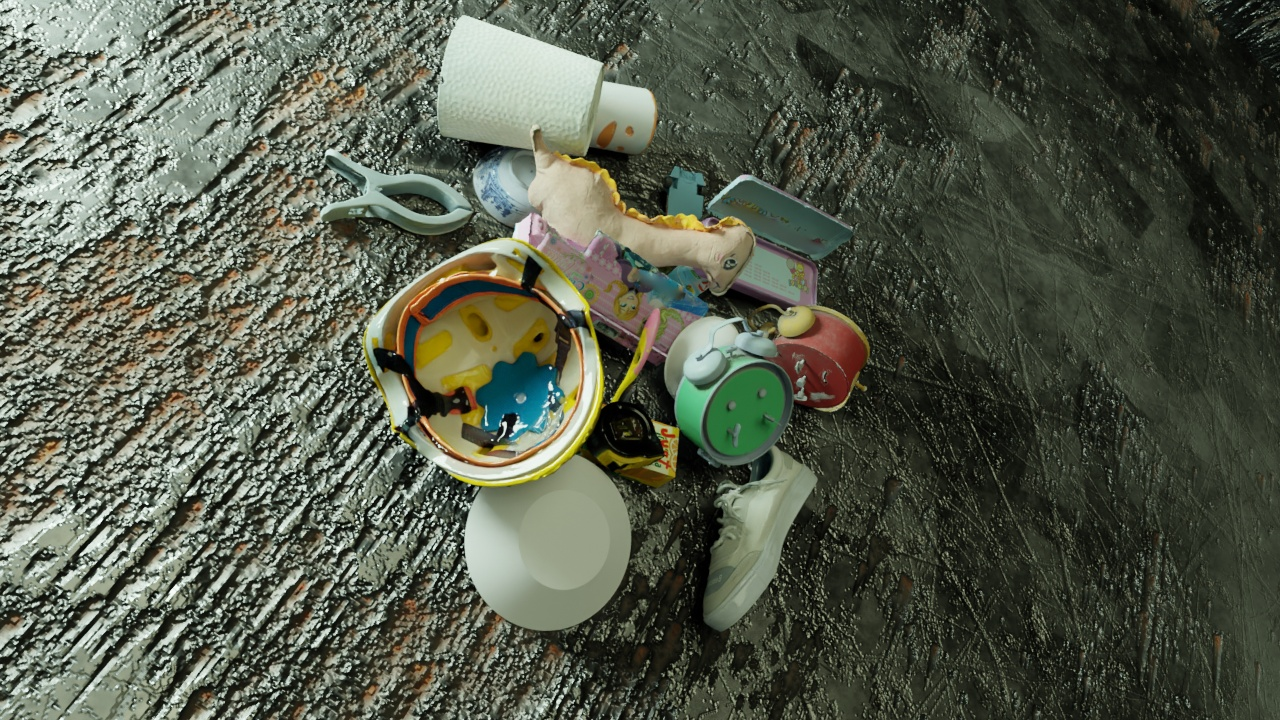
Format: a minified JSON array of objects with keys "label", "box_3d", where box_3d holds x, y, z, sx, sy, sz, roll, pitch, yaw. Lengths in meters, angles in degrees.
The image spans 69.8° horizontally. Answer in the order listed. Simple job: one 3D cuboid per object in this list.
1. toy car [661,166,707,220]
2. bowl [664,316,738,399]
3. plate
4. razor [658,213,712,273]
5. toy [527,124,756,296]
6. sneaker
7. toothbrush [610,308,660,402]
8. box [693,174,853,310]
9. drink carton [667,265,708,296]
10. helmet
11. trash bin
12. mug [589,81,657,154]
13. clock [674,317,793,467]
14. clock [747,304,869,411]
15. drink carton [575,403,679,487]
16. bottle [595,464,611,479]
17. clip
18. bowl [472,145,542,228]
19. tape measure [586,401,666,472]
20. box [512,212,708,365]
[{"label":"toy car","box_3d":[0.051,-0.190,1.175,0.060,0.028,0.107,10,79,-25]},{"label":"bowl","box_3d":[0.084,0.008,1.045,0.109,0.040,0.110,-14,117,-29]},{"label":"plate","box_3d":[-0.079,0.172,0.885,0.173,0.036,0.174,5,79,-26]},{"label":"razor","box_3d":[0.053,-0.153,1.144,0.105,0.026,0.042,-41,101,-27]},{"label":"toy","box_3d":[0.001,-0.163,1.029,0.264,0.196,0.065,2,32,0]},{"label":"sneaker","box_3d":[0.109,0.180,0.992,0.091,0.090,0.241,40,47,-2]},{"label":"toothbrush","box_3d":[-0.006,0.006,1.004,0.016,0.021,0.135,19,101,-34]},{"label":"box","box_3d":[0.164,-0.145,1.152,0.214,0.140,0.062,17,17,-38]},{"label":"drink carton","box_3d":[0.086,-0.120,1.149,0.128,0.039,0.044,-39,108,-38]},{"label":"helmet","box_3d":[-0.128,0.018,0.880,0.209,0.140,0.240,-33,73,-1]},{"label":"trash bin","box_3d":[-0.130,-0.299,1.029,0.161,0.133,0.133,13,58,-1]},{"label":"mug","box_3d":[-0.044,-0.304,1.143,0.105,0.082,0.082,2,66,-28]},{"label":"clock","box_3d":[0.102,0.032,0.991,0.121,0.075,0.162,-20,120,-24]},{"label":"clock","box_3d":[0.196,-0.007,1.111,0.159,0.117,0.081,41,56,-11]},{"label":"drink carton","box_3d":[-0.017,0.091,0.987,0.122,0.041,0.058,20,58,-21]},{"label":"bottle","box_3d":[-0.084,0.119,0.936,0.109,0.036,0.036,10,62,-26]},{"label":"clip","box_3d":[-0.264,-0.182,0.990,0.162,0.027,0.090,0,65,-31]},{"label":"bowl","box_3d":[-0.134,-0.212,1.067,0.114,0.045,0.114,13,61,-24]},{"label":"tape measure","box_3d":[-0.018,0.077,0.940,0.072,0.042,0.071,-13,77,-31]},{"label":"box","box_3d":[-0.025,-0.083,0.995,0.230,0.091,0.084,31,44,-37]}]
